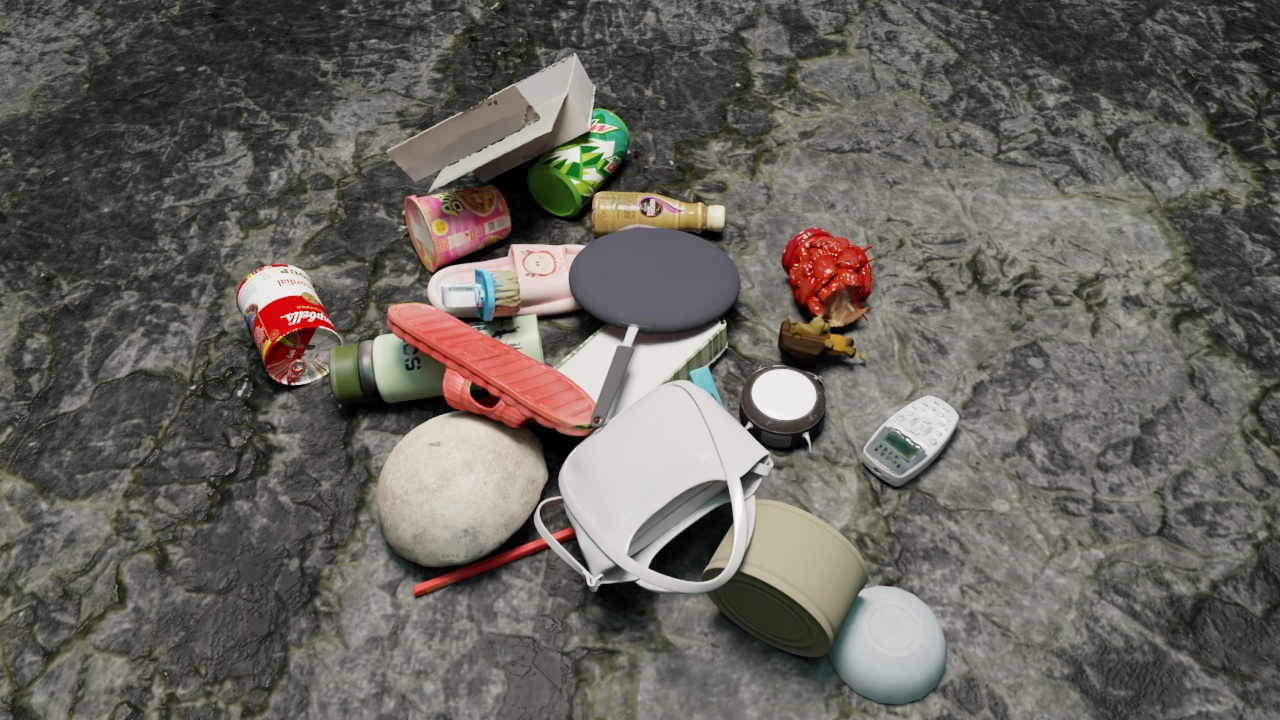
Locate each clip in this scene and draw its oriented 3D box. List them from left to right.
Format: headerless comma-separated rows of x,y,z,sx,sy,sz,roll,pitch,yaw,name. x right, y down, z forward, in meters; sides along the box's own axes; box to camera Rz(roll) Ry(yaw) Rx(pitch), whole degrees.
0.080,0.067,0.941,0.027,0.102,0.119,-20,65,-9,clip

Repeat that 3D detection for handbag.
0.020,0.137,0.828,0.216,0.095,0.222,-36,37,1,handbag

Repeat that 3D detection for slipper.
-0.157,0.019,0.922,0.249,0.059,0.103,29,20,15,slipper
-0.146,-0.100,1.105,0.221,0.056,0.106,-8,49,-3,slipper

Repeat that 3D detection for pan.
-0.002,-0.050,1.001,0.199,0.021,0.355,10,41,9,pan

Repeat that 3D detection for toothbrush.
-0.115,0.191,0.891,0.212,0.012,0.018,-19,52,-12,toothbrush

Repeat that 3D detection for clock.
0.152,0.042,0.978,0.091,0.044,0.122,9,52,11,clock

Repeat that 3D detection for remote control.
0.281,0.081,0.949,0.114,0.028,0.060,-35,57,-23,remote control

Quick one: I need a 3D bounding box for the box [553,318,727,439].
-0.006,0.006,1.015,0.118,0.051,0.205,30,57,29,box

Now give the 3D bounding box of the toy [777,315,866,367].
0.203,-0.019,1.019,0.100,0.063,0.076,12,30,-1,toy

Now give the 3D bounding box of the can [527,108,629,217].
-0.080,-0.263,1.216,0.083,0.083,0.143,21,55,19,can

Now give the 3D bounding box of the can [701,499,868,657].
0.125,0.191,0.804,0.128,0.128,0.073,25,58,21,can

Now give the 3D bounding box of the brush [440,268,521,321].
-0.174,-0.071,0.991,0.075,0.055,0.136,-5,8,-15,brush

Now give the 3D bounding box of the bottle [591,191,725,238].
0.023,-0.182,1.159,0.166,0.060,0.059,2,51,4,bottle

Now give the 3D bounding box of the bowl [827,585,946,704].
0.220,0.244,0.811,0.106,0.039,0.106,-2,51,2,bowl

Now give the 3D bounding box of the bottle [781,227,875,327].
0.224,-0.097,1.065,0.099,0.099,0.111,-16,41,-10,bottle

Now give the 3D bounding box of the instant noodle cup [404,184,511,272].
-0.226,-0.172,1.150,0.108,0.098,0.097,-22,52,-25,instant noodle cup

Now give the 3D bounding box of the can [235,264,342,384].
-0.403,-0.042,1.050,0.086,0.087,0.116,-26,54,-18,can

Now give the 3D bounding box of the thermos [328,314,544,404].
-0.224,0.001,1.015,0.231,0.082,0.082,-9,51,-3,thermos

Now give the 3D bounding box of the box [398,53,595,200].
-0.158,-0.284,1.137,0.166,0.098,0.367,-23,26,16,box

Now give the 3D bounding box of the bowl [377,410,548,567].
-0.187,0.107,0.898,0.178,0.081,0.178,-13,41,11,bowl
